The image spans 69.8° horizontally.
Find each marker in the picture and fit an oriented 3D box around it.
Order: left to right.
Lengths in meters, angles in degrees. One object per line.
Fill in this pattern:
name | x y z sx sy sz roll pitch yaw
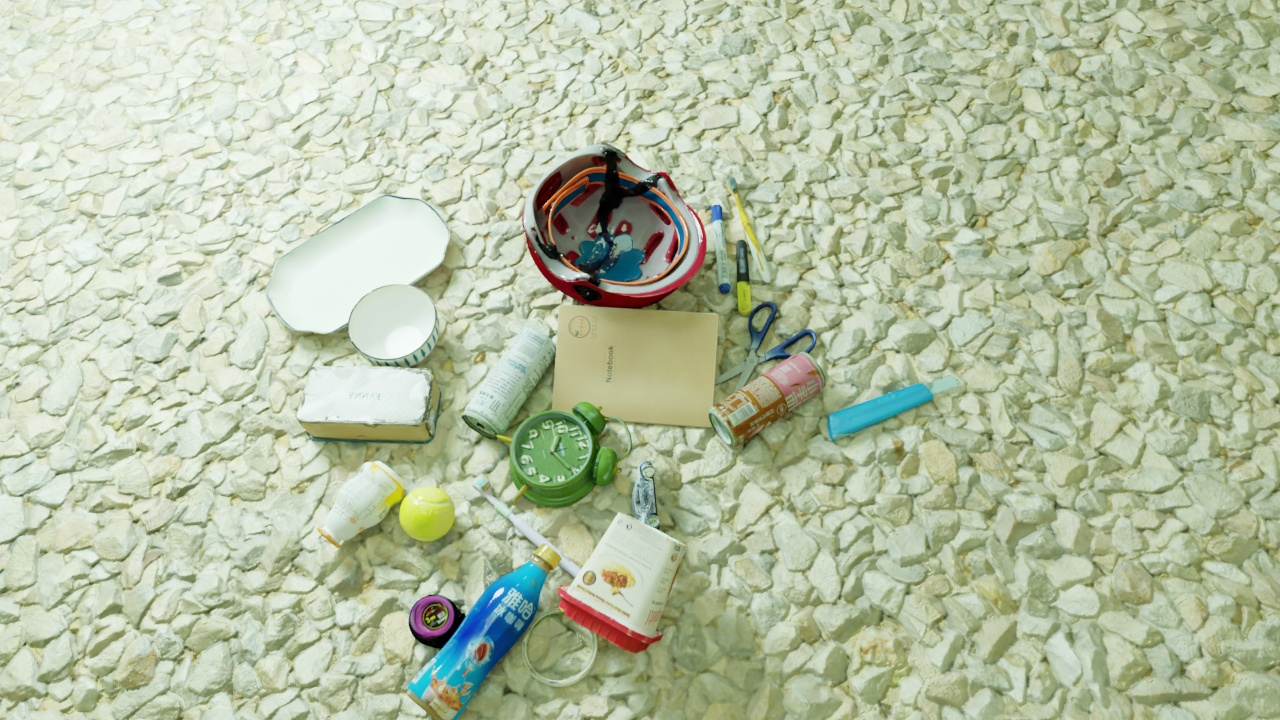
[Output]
marker | 0.113 -0.158 1.291 0.017 0.017 0.145 -3 61 1
marker | 0.142 -0.117 1.268 0.018 0.015 0.124 -2 60 5

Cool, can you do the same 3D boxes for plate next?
plate | -0.393 -0.131 1.292 0.265 0.034 0.162 -37 66 -16

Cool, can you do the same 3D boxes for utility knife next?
utility knife | 0.321 0.055 1.162 0.187 0.018 0.034 -20 74 -8

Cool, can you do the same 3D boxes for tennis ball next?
tennis ball | -0.254 0.183 1.095 0.065 0.065 0.065 -1 61 2

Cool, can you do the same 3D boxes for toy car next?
toy car | 0.006 0.170 1.099 0.031 0.049 0.105 -2 61 -3

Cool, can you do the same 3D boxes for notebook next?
notebook | -0.007 0.007 1.177 0.208 0.008 0.147 4 87 4

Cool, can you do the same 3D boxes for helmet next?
helmet | -0.038 -0.156 1.230 0.240 0.144 0.206 32 67 3

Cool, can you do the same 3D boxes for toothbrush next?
toothbrush | -0.130 0.205 1.104 0.189 0.029 0.021 38 110 19
toothbrush | 0.154 -0.189 1.304 0.016 0.018 0.191 -14 62 -3

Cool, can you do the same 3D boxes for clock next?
clock | -0.090 0.113 1.131 0.161 0.056 0.116 -16 63 -6

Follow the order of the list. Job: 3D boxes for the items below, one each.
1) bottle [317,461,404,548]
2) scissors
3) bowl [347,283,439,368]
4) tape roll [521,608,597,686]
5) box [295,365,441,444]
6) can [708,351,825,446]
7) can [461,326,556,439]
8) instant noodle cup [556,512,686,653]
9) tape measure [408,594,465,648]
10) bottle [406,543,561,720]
bottle | -0.338 0.174 1.105 0.063 0.063 0.108 34 67 19
scissors | 0.161 -0.006 1.209 0.161 0.012 0.163 3 63 5
bowl | -0.322 -0.037 1.219 0.116 0.066 0.116 -1 62 2
tape roll | -0.091 0.324 1.039 0.086 0.014 0.085 -1 61 3
box | -0.352 0.057 1.175 0.184 0.061 0.089 2 61 6
can | 0.159 0.048 1.152 0.147 0.058 0.058 -31 64 -14
can | -0.166 0.028 1.180 0.058 0.058 0.146 25 66 16
instant noodle cup | -0.014 0.241 1.011 0.117 0.116 0.124 25 82 16
tape measure | -0.234 0.297 1.047 0.058 0.039 0.057 32 67 13
bottle | -0.167 0.300 1.028 0.065 0.065 0.218 32 66 18
